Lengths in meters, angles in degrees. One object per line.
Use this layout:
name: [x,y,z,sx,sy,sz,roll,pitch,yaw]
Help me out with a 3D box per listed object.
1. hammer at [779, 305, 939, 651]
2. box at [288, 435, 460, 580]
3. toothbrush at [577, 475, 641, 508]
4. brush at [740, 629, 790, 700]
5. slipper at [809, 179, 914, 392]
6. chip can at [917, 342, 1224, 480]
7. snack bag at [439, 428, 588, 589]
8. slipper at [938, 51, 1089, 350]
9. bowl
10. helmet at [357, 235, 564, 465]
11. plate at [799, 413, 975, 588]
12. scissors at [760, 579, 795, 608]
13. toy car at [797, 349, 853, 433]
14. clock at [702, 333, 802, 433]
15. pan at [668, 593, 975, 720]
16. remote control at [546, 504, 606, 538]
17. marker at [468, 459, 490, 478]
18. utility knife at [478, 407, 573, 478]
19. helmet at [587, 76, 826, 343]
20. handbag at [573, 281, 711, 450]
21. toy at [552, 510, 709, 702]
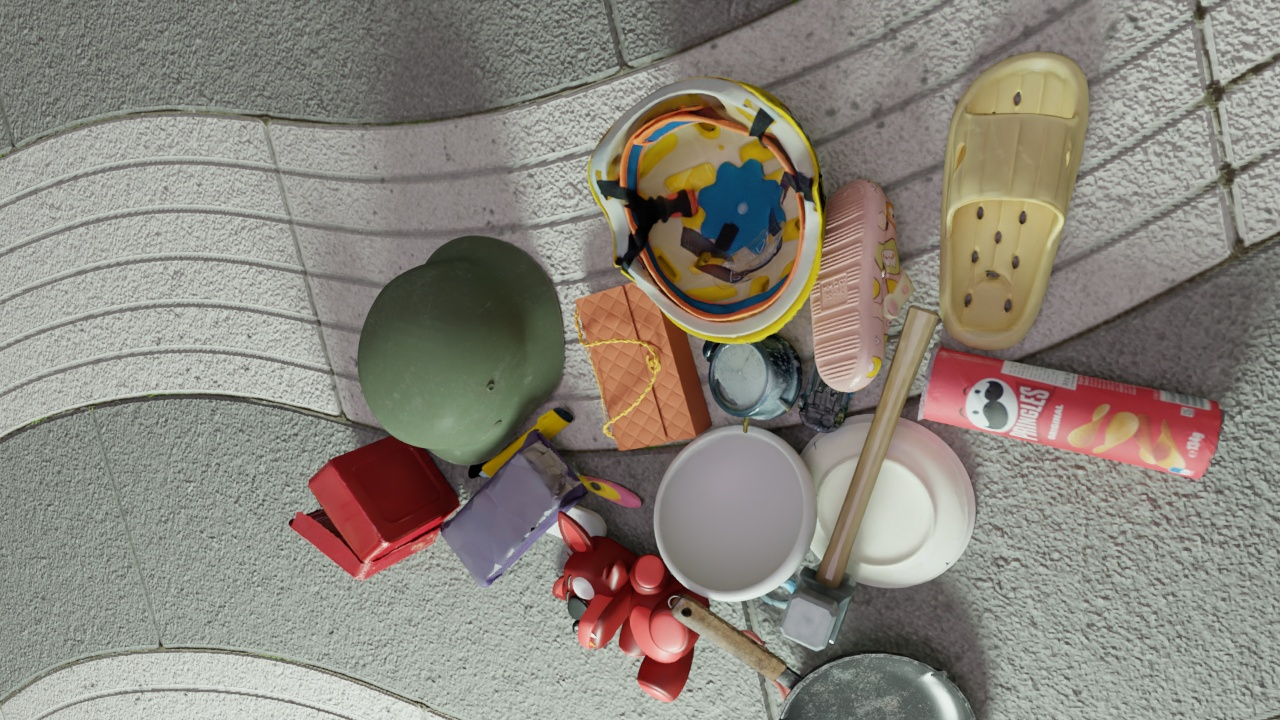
hammer: [0.208,0.106,0.847,0.051,0.117,0.323,21,100,20]
box: [-0.308,0.170,1.101,0.136,0.157,0.123,37,109,12]
toothbrush: [-0.059,0.142,1.057,0.135,0.016,0.021,18,106,18]
brush: [0.166,0.354,0.986,0.172,0.030,0.041,48,116,7]
slipper: [0.209,-0.066,0.853,0.093,0.081,0.197,-10,74,60]
chip can: [0.370,0.043,0.805,0.233,0.073,0.073,13,106,21]
snack bag: [-0.156,0.178,1.068,0.096,0.058,0.206,48,117,8]
slipper: [0.311,-0.133,0.793,0.111,0.079,0.262,11,106,26]
bowl: [0.104,0.159,0.938,0.177,0.066,0.176,-13,65,29]
helmet: [-0.223,0.000,1.022,0.227,0.153,0.268,16,107,22]
plate: [0.234,0.145,0.909,0.182,0.034,0.182,5,103,24]
scissors: [0.106,0.223,1.000,0.141,0.015,0.083,4,104,26]
toy car: [0.189,0.019,0.905,0.048,0.032,0.105,17,106,20]
clock: [0.109,0.002,0.920,0.090,0.052,0.129,-34,65,39]
pan: [0.172,0.334,0.922,0.357,0.040,0.208,37,104,-5]
remote control: [-0.102,0.183,1.085,0.137,0.013,0.043,17,107,21]
marker: [-0.173,0.089,1.099,0.022,0.016,0.139,27,112,-12]
utility knife: [-0.138,0.099,1.080,0.030,0.017,0.156,41,117,-21]
helmet: [0.082,-0.146,0.864,0.210,0.139,0.240,-19,101,29]
handbag: [-0.005,0.006,0.980,0.109,0.060,0.172,-14,95,30]
toy: [-0.020,0.267,1.010,0.197,0.120,0.159,27,136,22]
